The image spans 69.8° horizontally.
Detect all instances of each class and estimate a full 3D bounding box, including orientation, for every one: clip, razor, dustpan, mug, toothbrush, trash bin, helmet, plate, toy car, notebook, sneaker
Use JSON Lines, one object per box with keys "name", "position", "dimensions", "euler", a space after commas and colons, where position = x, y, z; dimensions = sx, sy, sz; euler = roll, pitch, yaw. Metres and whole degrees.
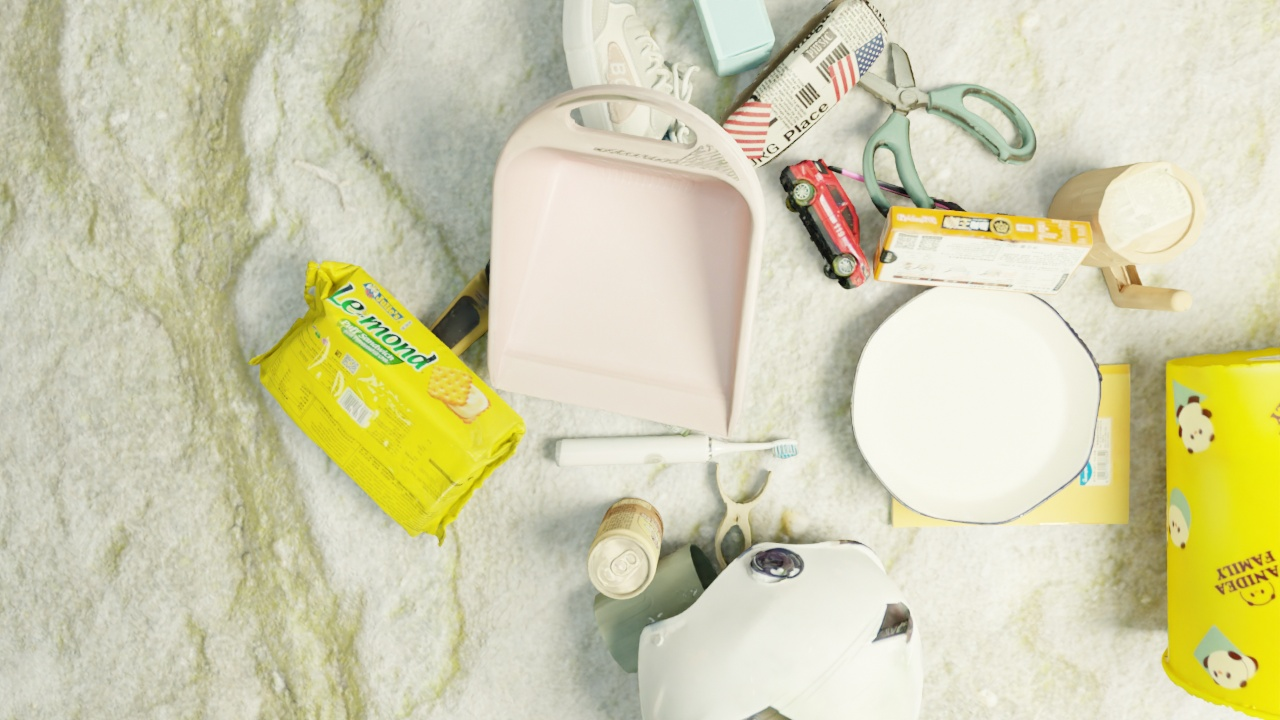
{"name": "clip", "position": [0.083, 0.145, 0.839], "dimensions": [0.066, 0.034, 0.099], "euler": [5, 93, 5]}
{"name": "razor", "position": [-0.156, -0.039, 0.826], "dimensions": [0.168, 0.067, 0.062], "euler": [-43, 91, 15]}
{"name": "dustpan", "position": [-0.019, -0.064, 0.702], "dimensions": [0.222, 0.138, 0.273], "euler": [9, 102, 7]}
{"name": "mug", "position": [0.397, -0.098, 0.743], "dimensions": [0.084, 0.103, 0.124], "euler": [-20, 94, 7]}
{"name": "toothbrush", "position": [0.246, -0.138, 0.780], "dimensions": [0.189, 0.014, 0.017], "euler": [16, 87, -10]}
{"name": "toothbrush", "position": [0.033, 0.082, 0.839], "dimensions": [0.221, 0.027, 0.026], "euler": [-2, 55, 5]}
{"name": "trash bin", "position": [0.521, 0.119, 0.706], "dimensions": [0.230, 0.229, 0.255], "euler": [-6, 91, 6]}
{"name": "helmet", "position": [0.136, 0.276, 0.751], "dimensions": [0.258, 0.146, 0.229], "euler": [-22, 119, -14]}
{"name": "plate", "position": [0.282, 0.037, 0.787], "dimensions": [0.205, 0.045, 0.205], "euler": [0, 88, 5]}
{"name": "mug", "position": [0.031, 0.239, 0.839], "dimensions": [0.103, 0.083, 0.124], "euler": [-29, 118, 9]}
{"name": "toy car", "position": [0.163, -0.118, 0.788], "dimensions": [0.045, 0.053, 0.120], "euler": [-27, 92, 3]}
{"name": "notebook", "position": [0.328, 0.078, 0.818], "dimensions": [0.206, 0.010, 0.146], "euler": [-2, 97, 6]}
{"name": "sneaker", "position": [0.001, -0.223, 0.769], "dimensions": [0.091, 0.089, 0.242], "euler": [-7, 100, 21]}

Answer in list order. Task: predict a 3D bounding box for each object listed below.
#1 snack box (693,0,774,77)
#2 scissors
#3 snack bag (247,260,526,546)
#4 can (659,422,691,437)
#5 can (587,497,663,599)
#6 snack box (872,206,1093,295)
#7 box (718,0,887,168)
{"name": "snack box", "position": [0.062, -0.330, 0.760], "dimensions": [0.052, 0.074, 0.175], "euler": [-17, 95, 8]}
{"name": "scissors", "position": [0.238, -0.179, 0.767], "dimensions": [0.170, 0.019, 0.181], "euler": [28, 77, 1]}
{"name": "snack bag", "position": [-0.228, 0.041, 0.813], "dimensions": [0.246, 0.068, 0.158], "euler": [44, 122, -1]}
{"name": "can", "position": [-0.005, 0.005, 0.816], "dimensions": [0.147, 0.058, 0.058], "euler": [35, 99, 0]}
{"name": "can", "position": [-0.012, 0.163, 0.807], "dimensions": [0.058, 0.116, 0.058], "euler": [1, 97, 5]}
{"name": "snack box", "position": [0.271, -0.087, 0.739], "dimensions": [0.154, 0.075, 0.026], "euler": [5, 64, 5]}
{"name": "box", "position": [0.129, -0.227, 0.753], "dimensions": [0.163, 0.087, 0.076], "euler": [-42, 84, 17]}
